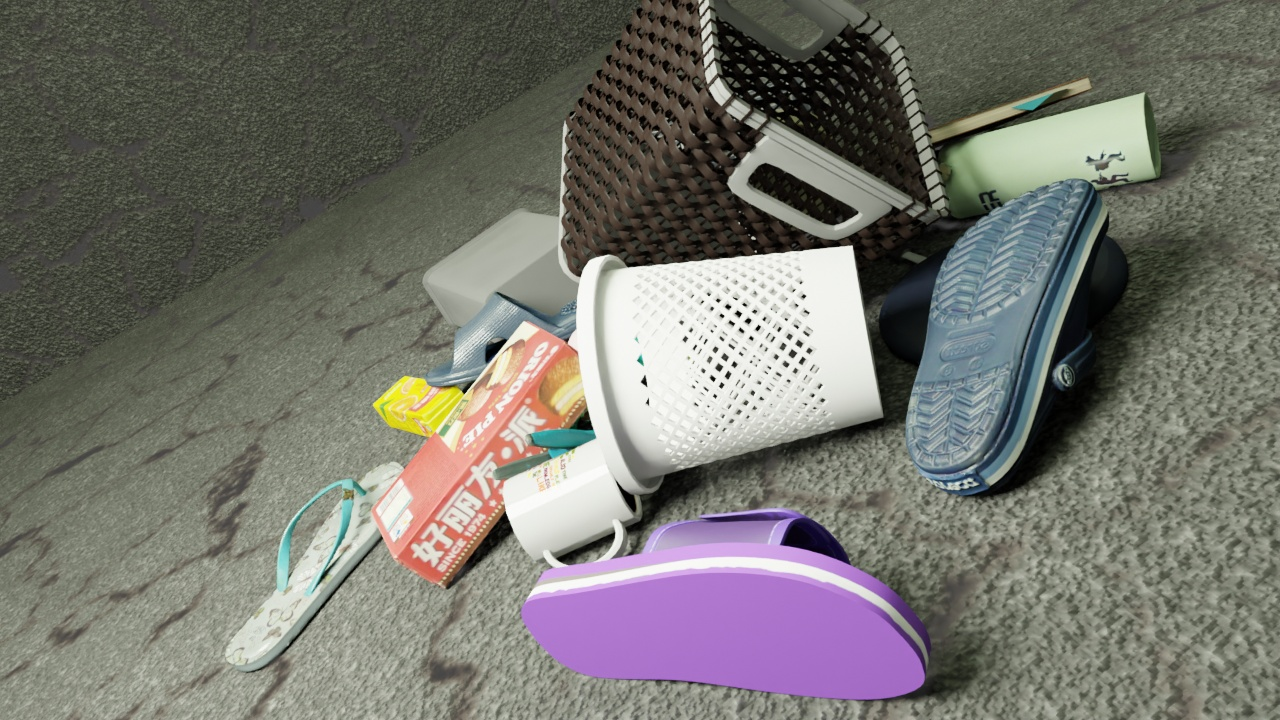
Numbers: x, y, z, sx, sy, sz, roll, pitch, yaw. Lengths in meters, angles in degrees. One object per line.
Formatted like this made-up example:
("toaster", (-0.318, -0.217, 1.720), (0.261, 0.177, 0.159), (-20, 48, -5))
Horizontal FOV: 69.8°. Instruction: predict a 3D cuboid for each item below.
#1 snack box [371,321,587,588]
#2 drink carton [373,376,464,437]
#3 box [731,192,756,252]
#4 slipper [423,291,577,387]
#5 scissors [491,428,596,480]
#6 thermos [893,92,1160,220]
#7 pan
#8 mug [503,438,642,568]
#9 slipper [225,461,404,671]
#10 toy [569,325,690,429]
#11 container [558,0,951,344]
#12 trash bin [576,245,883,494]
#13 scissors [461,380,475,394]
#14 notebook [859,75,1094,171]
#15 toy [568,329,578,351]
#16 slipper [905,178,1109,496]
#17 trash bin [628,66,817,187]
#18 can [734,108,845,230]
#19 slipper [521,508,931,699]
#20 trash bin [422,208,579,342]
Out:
("snack box", (-0.140, 0.079, 0.837), (0.236, 0.060, 0.113), (-52, 28, -6))
("drink carton", (-0.260, 0.056, 1.094), (0.135, 0.043, 0.058), (5, 44, 50))
("box", (0.066, -0.138, 1.056), (0.137, 0.108, 0.128), (8, 40, 31))
("slipper", (-0.137, -0.050, 1.076), (0.263, 0.082, 0.101), (-23, 12, -8))
("scissors", (-0.059, 0.075, 0.784), (0.156, 0.124, 0.019), (-23, 68, -6))
("thermos", (0.352, -0.183, 0.864), (0.232, 0.082, 0.082), (-7, 33, 37))
("pan", (0.274, -0.086, 0.840), (0.198, 0.021, 0.356), (-32, 25, -5))
("mug", (-0.050, 0.124, 0.739), (0.090, 0.073, 0.105), (-25, 52, 8))
("slipper", (-0.315, 0.183, 0.911), (0.098, 0.055, 0.267), (-10, 33, 30))
("toy", (-0.005, 0.005, 0.907), (0.192, 0.072, 0.131), (-40, -11, -28))
("container", (0.083, -0.188, 0.833), (0.244, 0.247, 0.245), (-40, 40, 43))
("trash bin", (0.078, -0.005, 0.724), (0.200, 0.196, 0.195), (-10, 30, 15))
("scissors", (-0.152, 0.025, 1.072), (0.158, 0.012, 0.161), (-15, 30, 31))
("notebook", (0.328, -0.237, 0.943), (0.249, 0.014, 0.178), (-21, 5, -13))
("toy", (-0.061, -0.015, 1.017), (0.110, 0.047, 0.063), (-24, 15, 22))
("slipper", (0.263, -0.012, 0.648), (0.105, 0.095, 0.252), (-13, 44, 60))
("trash bin", (0.120, -0.269, 1.169), (0.228, 0.164, 0.164), (-17, 28, 16))
("can", (0.171, -0.220, 1.060), (0.128, 0.128, 0.073), (-21, 25, 17))
("slipper", (0.048, 0.139, 0.573), (0.267, 0.107, 0.083), (-14, 30, 38))
("trash bin", (-0.164, -0.114, 1.241), (0.191, 0.097, 0.220), (-39, 29, -19))
